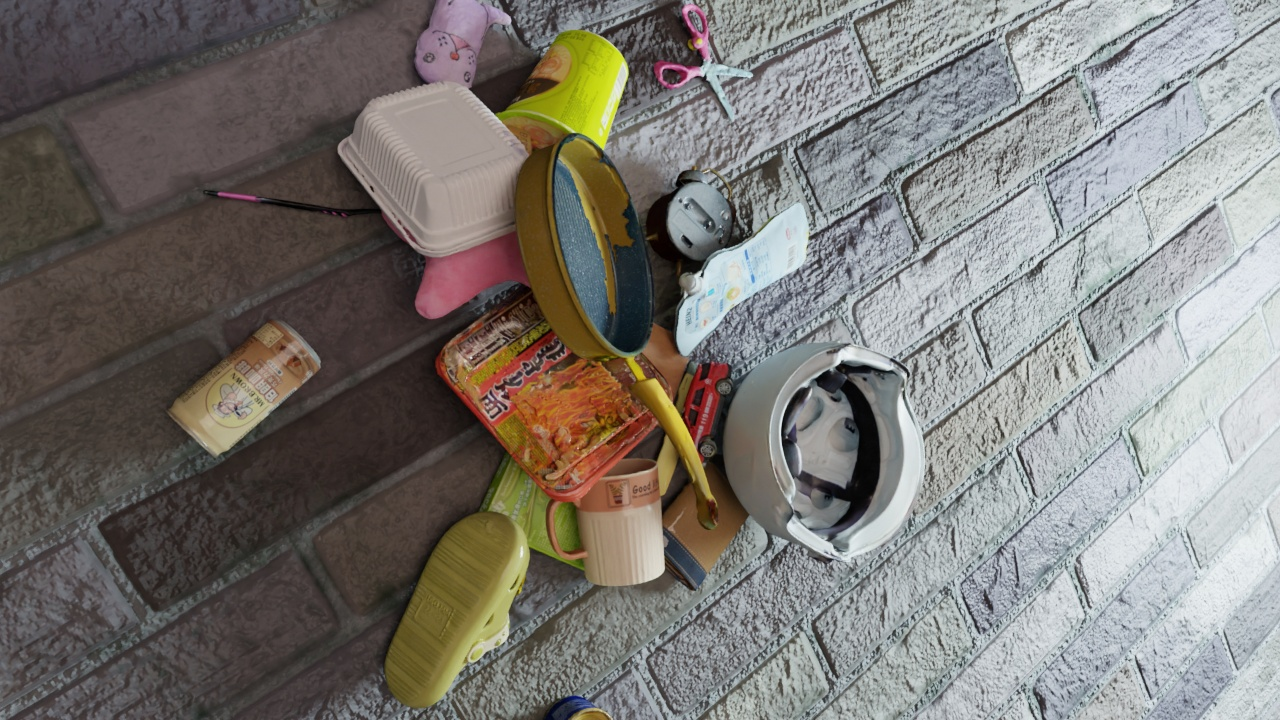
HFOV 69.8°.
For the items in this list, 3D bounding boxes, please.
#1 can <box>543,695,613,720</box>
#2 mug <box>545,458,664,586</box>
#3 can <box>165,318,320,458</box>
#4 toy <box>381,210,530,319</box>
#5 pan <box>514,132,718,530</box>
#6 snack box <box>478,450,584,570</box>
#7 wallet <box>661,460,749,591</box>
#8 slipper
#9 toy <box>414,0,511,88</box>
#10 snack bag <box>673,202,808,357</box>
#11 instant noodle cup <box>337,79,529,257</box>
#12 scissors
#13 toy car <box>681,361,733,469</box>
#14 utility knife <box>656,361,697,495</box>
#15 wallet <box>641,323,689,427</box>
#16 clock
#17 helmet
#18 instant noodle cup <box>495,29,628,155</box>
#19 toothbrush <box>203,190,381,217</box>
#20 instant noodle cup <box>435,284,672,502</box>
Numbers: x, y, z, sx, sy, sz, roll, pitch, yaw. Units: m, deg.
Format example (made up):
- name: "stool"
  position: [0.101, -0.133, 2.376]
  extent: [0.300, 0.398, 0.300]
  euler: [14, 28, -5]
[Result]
- name: "can"
  position: [-0.054, 0.413, 0.917]
  extent: [0.074, 0.049, 0.148]
  euler: [-15, 97, -27]
- name: "mug"
  position: [-0.034, 0.157, 0.882]
  extent: [0.114, 0.082, 0.106]
  euler: [-8, 96, -23]
- name: "can"
  position: [-0.330, 0.022, 0.769]
  extent: [0.116, 0.059, 0.058]
  euler: [-46, 109, -20]
- name: "toy"
  position: [-0.134, -0.126, 0.848]
  extent: [0.194, 0.075, 0.178]
  euler: [-13, 67, -21]
- name: "pan"
  position: [-0.009, -0.022, 0.794]
  extent: [0.197, 0.078, 0.357]
  euler: [-16, 93, -68]
- name: "snack box"
  position: [-0.080, 0.154, 0.918]
  extent: [0.156, 0.026, 0.085]
  euler: [29, 77, -25]
- name: "wallet"
  position: [0.063, 0.178, 0.992]
  extent: [0.090, 0.033, 0.115]
  euler: [49, 68, -22]
- name: "slipper"
  position: [-0.162, 0.230, 0.850]
  extent: [0.190, 0.092, 0.081]
  euler: [-59, 146, -5]
- name: "toy"
  position: [-0.173, -0.302, 0.865]
  extent: [0.083, 0.039, 0.108]
  euler: [25, 77, -35]
- name: "snack bag"
  position: [0.106, -0.090, 0.986]
  extent: [0.190, 0.110, 0.039]
  euler: [-35, 62, -27]
- name: "instant noodle cup"
  position: [-0.170, -0.178, 0.797]
  extent: [0.137, 0.060, 0.173]
  euler: [-26, 58, -28]
- name: "scissors"
  position: [0.067, -0.320, 1.006]
  extent: [0.130, 0.017, 0.133]
  euler: [-38, 110, -25]
- name: "toy car"
  position: [0.066, 0.058, 0.967]
  extent: [0.045, 0.053, 0.120]
  euler: [14, 74, 0]
- name: "utility knife"
  position: [0.033, 0.091, 0.981]
  extent: [0.031, 0.020, 0.187]
  euler: [28, 69, -29]
- name: "wallet"
  position: [-0.006, 0.006, 0.963]
  extent: [0.115, 0.020, 0.101]
  euler: [28, 77, -28]
- name: "clock"
  position: [0.058, -0.153, 0.977]
  extent: [0.082, 0.055, 0.121]
  euler: [42, 71, -21]
- name: "helmet"
  position: [0.183, 0.093, 0.990]
  extent: [0.258, 0.146, 0.229]
  euler: [25, 79, -42]
- name: "instant noodle cup"
  position: [-0.070, -0.248, 0.888]
  extent: [0.111, 0.112, 0.123]
  euler: [32, 66, -24]
- name: "toothbrush"
  position: [-0.286, -0.133, 0.819]
  extent: [0.189, 0.014, 0.018]
  euler: [4, 97, -27]
- name: "instant noodle cup"
  position: [-0.080, 0.026, 0.871]
  extent: [0.164, 0.079, 0.189]
  euler: [-40, 85, -23]
